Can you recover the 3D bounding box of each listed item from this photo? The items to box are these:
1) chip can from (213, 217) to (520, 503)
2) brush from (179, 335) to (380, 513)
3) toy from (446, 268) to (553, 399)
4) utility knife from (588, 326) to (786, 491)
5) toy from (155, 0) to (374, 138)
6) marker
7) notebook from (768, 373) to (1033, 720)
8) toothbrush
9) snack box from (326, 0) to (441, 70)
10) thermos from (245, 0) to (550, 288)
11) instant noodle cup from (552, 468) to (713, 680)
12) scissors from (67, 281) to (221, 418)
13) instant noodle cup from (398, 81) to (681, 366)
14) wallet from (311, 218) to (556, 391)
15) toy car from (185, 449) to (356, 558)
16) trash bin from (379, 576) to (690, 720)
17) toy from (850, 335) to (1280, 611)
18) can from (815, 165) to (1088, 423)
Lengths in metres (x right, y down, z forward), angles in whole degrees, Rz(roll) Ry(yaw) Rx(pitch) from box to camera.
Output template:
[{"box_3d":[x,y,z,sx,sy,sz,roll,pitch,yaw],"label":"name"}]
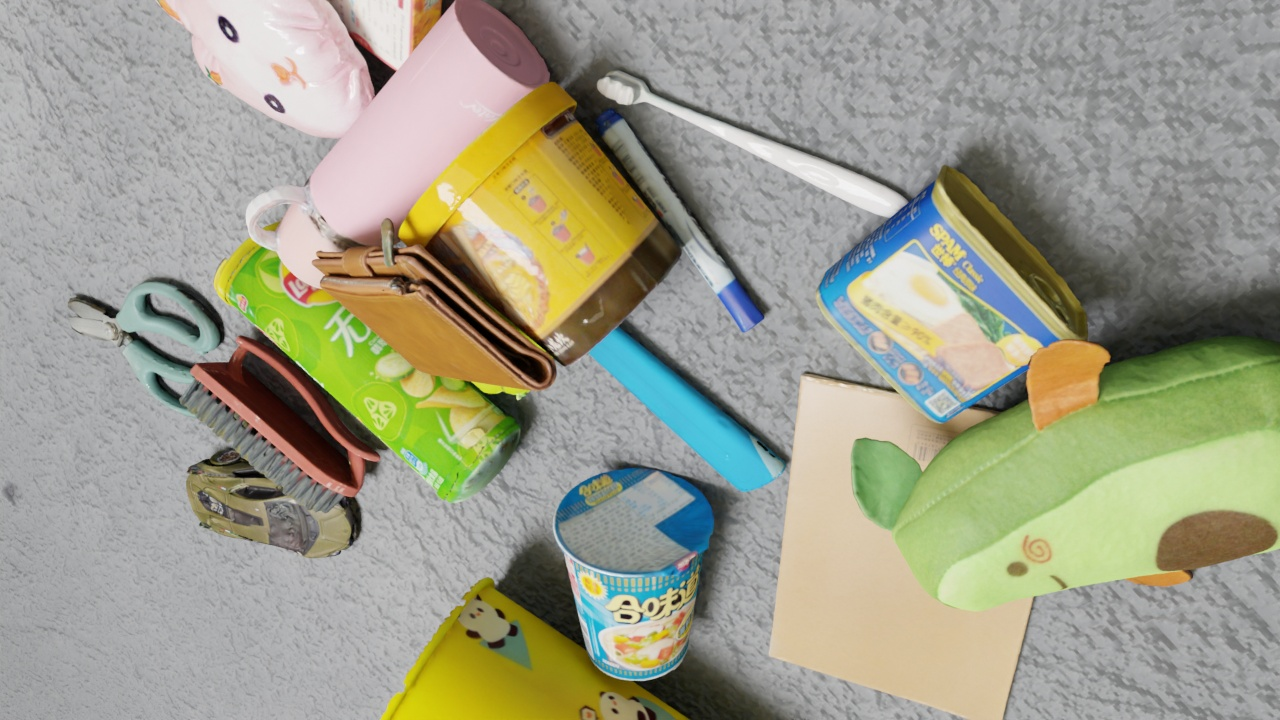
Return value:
[{"box_3d":[-0.178,0.002,0.614,0.221,0.072,0.073,41,123,3],"label":"chip can"},{"box_3d":[-0.263,0.048,0.685,0.146,0.063,0.069,41,93,3],"label":"brush"},{"box_3d":[-0.100,-0.020,0.589,0.097,0.031,0.100,-18,96,17],"label":"toy"},{"box_3d":[-0.003,0.003,0.562,0.218,0.018,0.034,41,123,2],"label":"utility knife"},{"box_3d":[-0.230,-0.189,0.550,0.160,0.054,0.121,20,150,30],"label":"toy"},{"box_3d":[0.022,-0.078,0.516,0.017,0.016,0.146,-33,95,32],"label":"marker"},{"box_3d":[0.156,0.115,0.544,0.148,0.008,0.208,12,116,21],"label":"notebook"},{"box_3d":[0.058,-0.114,0.483,0.180,0.016,0.016,27,128,11],"label":"toothbrush"},{"box_3d":[-0.140,-0.230,0.482,0.077,0.026,0.156,37,148,7],"label":"snack box"},{"box_3d":[-0.148,-0.120,0.532,0.199,0.087,0.067,-36,59,28],"label":"thermos"},{"box_3d":[-0.004,0.142,0.585,0.099,0.099,0.110,12,124,20],"label":"instant noodle cup"},{"box_3d":[-0.402,-0.030,0.738,0.180,0.019,0.144,27,121,14],"label":"scissors"},{"box_3d":[-0.048,-0.068,0.500,0.114,0.118,0.119,45,123,-8],"label":"instant noodle cup"},{"box_3d":[-0.123,-0.026,0.505,0.131,0.035,0.119,7,146,49],"label":"wallet"},{"box_3d":[-0.301,0.119,0.743,0.158,0.042,0.070,8,115,19],"label":"toy car"},{"box_3d":[-0.051,0.307,0.610,0.255,0.229,0.230,27,121,5],"label":"trash bin"},{"box_3d":[0.228,0.051,0.419,0.247,0.089,0.227,-26,127,19],"label":"toy"},{"box_3d":[0.150,-0.030,0.452,0.102,0.057,0.083,45,125,-5],"label":"can"}]
